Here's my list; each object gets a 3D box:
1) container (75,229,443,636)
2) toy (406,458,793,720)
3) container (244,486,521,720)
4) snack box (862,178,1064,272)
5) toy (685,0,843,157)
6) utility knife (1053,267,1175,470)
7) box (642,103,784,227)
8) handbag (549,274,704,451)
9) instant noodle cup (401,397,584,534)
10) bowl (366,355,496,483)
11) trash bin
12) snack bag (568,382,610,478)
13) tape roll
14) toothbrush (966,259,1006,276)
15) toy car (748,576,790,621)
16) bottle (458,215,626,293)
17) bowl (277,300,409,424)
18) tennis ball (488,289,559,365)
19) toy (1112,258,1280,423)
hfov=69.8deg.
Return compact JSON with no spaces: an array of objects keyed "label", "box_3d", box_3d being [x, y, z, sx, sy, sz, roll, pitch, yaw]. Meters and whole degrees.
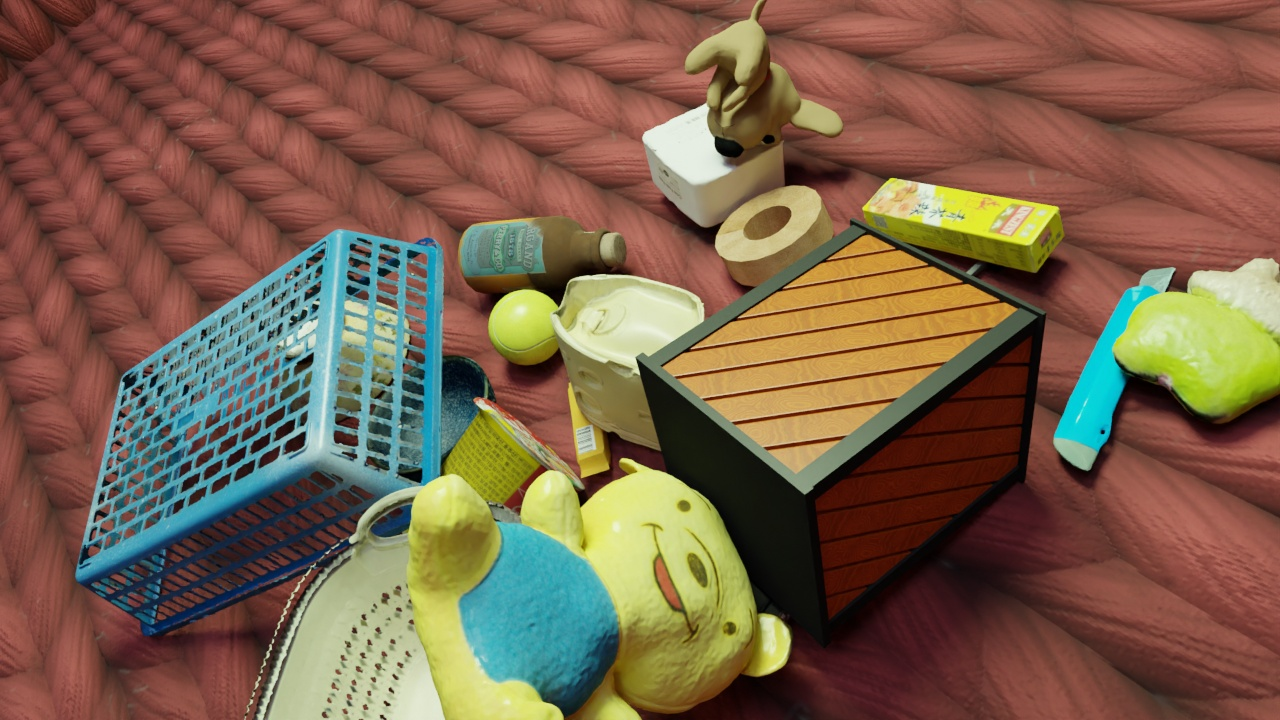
[{"label":"container","box_3d":[-0.321,0.054,0.752,0.363,0.089,0.256,-26,53,26]},{"label":"toy","box_3d":[-0.022,0.126,0.484,0.084,0.213,0.149,-27,75,40]},{"label":"container","box_3d":[-0.127,0.215,0.544,0.185,0.143,0.251,-18,40,16]},{"label":"snack box","box_3d":[0.237,-0.104,0.687,0.040,0.029,0.148,-47,39,-15]},{"label":"toy","box_3d":[0.090,-0.224,0.754,0.134,0.108,0.105,24,73,31]},{"label":"utility knife","box_3d":[0.307,0.000,0.591,0.031,0.015,0.174,21,65,35]},{"label":"box","box_3d":[0.072,-0.168,0.839,0.102,0.095,0.107,-28,49,-13]},{"label":"handbag","box_3d":[-0.004,0.004,0.674,0.111,0.119,0.081,15,62,20]},{"label":"instant noodle cup","box_3d":[-0.114,0.103,0.685,0.112,0.100,0.100,-49,47,-2]},{"label":"bowl","box_3d":[-0.164,0.059,0.762,0.114,0.061,0.114,-15,47,16]},{"label":"trash bin","box_3d":[0.119,0.037,0.548,0.171,0.140,0.140,-33,44,-19]},{"label":"snack bag","box_3d":[-0.041,0.052,0.730,0.026,0.020,0.099,-19,47,6]},{"label":"tape roll","box_3d":[0.110,-0.103,0.757,0.094,0.027,0.093,-23,36,18]},{"label":"toothbrush","box_3d":[0.213,-0.038,0.673,0.167,0.013,0.013,-36,54,-3]},{"label":"toy car","box_3d":[0.076,0.148,0.580,0.048,0.041,0.112,22,49,31]},{"label":"bottle","box_3d":[-0.086,-0.098,0.842,0.157,0.068,0.067,0,54,28]},{"label":"bowl","box_3d":[-0.303,-0.013,0.891,0.145,0.063,0.145,-15,50,19]},{"label":"tennis ball","box_3d":[-0.099,-0.028,0.793,0.065,0.065,0.065,-15,49,17]},{"label":"toy","box_3d":[0.356,-0.018,0.559,0.117,0.043,0.092,-40,55,-9]}]
